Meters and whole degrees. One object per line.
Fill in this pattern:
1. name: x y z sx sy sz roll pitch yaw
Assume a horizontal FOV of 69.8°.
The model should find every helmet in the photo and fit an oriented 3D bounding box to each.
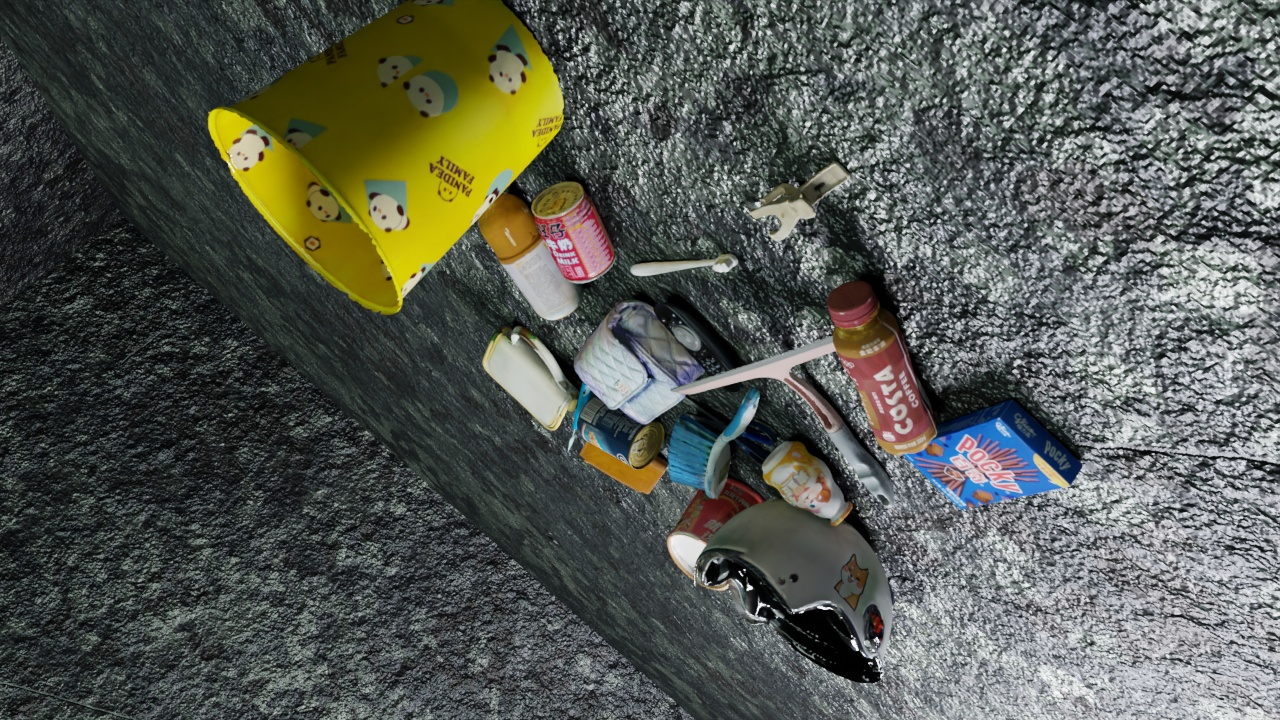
1. helmet: 0.211 0.270 1.149 0.274 0.156 0.230 39 159 -20

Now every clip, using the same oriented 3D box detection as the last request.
1. clip: 0.125 -0.127 0.741 0.034 0.071 0.100 47 163 -7

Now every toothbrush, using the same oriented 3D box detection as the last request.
1. toothbrush: 0.039 -0.097 0.958 0.180 0.016 0.016 4 134 56

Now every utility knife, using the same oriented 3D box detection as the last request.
1. utility knife: -0.095 0.087 1.429 0.018 0.034 0.239 26 147 4

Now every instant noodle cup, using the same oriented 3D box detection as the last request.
1. instant noodle cup: 0.112 0.248 1.296 0.138 0.108 0.138 28 141 25

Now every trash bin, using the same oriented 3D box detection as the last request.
1. trash bin: -0.222 -0.211 0.870 0.229 0.254 0.230 35 156 18

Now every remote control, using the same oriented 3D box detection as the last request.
1. remote control: 0.069 -0.019 1.036 0.136 0.024 0.053 47 158 -9

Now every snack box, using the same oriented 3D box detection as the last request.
1. snack box: 0.312 0.089 0.834 0.084 0.026 0.157 43 157 -1

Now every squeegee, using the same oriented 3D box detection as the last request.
1. squeegee: 0.198 0.070 0.968 0.248 0.040 0.249 -20 123 45

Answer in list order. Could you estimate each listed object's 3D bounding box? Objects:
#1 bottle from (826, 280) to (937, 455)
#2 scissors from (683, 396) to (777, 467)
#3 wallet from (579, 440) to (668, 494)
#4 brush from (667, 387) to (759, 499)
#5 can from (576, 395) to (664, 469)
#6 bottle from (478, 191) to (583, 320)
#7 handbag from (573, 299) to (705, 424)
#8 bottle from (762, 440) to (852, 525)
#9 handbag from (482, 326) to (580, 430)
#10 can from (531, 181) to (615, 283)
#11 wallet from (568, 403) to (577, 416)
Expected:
1. bottle: 0.212 0.007 0.811 0.057 0.057 0.175 14 144 48
2. scissors: 0.119 0.089 1.162 0.162 0.012 0.164 44 159 -1
3. wallet: -0.030 0.161 1.452 0.130 0.035 0.119 31 146 2
4. brush: 0.090 0.095 1.147 0.109 0.060 0.315 31 153 20
5. can: -0.031 0.102 1.343 0.111 0.075 0.075 27 153 34
6. bottle: -0.140 -0.135 1.110 0.068 0.067 0.189 11 141 51
7. handbag: -0.007 0.007 1.137 0.134 0.075 0.194 43 156 -1
8. bottle: 0.196 0.145 1.071 0.108 0.063 0.063 42 157 1
9. handbag: -0.158 0.012 1.410 0.163 0.063 0.179 42 152 4
10. can: -0.073 -0.139 0.997 0.066 0.066 0.094 22 150 40
11. wallet: -0.067 0.109 1.487 0.121 0.019 0.097 9 141 55
